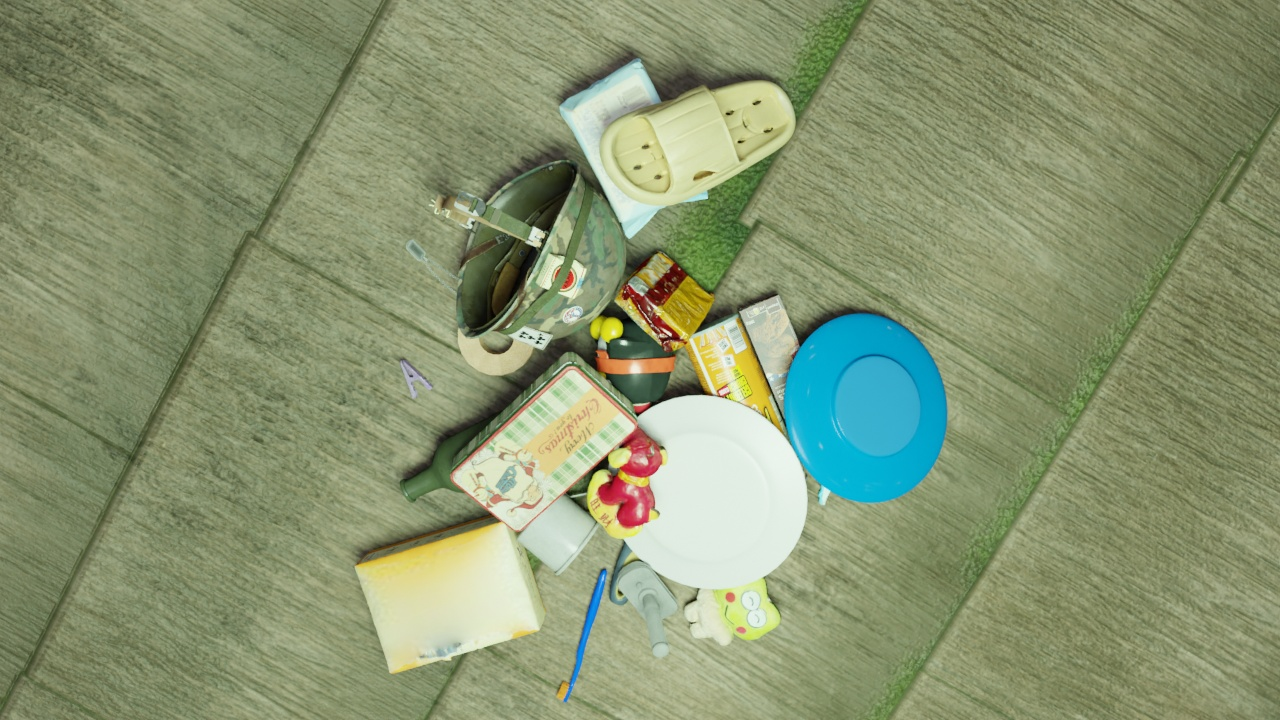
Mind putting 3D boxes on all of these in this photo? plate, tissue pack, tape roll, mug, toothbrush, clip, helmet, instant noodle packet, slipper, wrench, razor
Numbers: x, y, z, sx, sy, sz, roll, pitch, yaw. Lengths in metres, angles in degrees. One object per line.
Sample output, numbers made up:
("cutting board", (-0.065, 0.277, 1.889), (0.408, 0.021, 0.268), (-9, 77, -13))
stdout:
("plate", (0.274, 0.054, 1.077), (0.224, 0.024, 0.224), (2, 83, -20))
("tissue pack", (-0.008, -0.246, 1.074), (0.112, 0.070, 0.182), (-28, 97, 3))
("tape roll", (-0.174, -0.030, 1.120), (0.094, 0.027, 0.094), (0, 96, 1))
("mug", (-0.091, 0.198, 1.122), (0.070, 0.084, 0.113), (40, 66, -1))
("toothbrush", (-0.073, 0.349, 1.164), (0.018, 0.016, 0.182), (17, 96, 4))
("plate", (0.074, 0.161, 1.086), (0.243, 0.016, 0.243), (3, 103, 15))
("clip", (-0.276, 0.022, 1.136), (0.046, 0.014, 0.050), (-2, 98, 1))
("helmet", (-0.133, -0.123, 1.017), (0.224, 0.193, 0.236), (-50, 124, -12))
("instant noodle packet", (0.029, -0.070, 1.064), (0.098, 0.135, 0.040), (38, 122, -1))
("slipper", (0.081, -0.251, 1.017), (0.260, 0.079, 0.111), (-26, 98, -26))
("wrench", (0.016, 0.178, 1.141), (0.073, 0.022, 0.273), (20, 96, -3))
("razor", (0.015, 0.308, 1.095), (0.047, 0.116, 0.088), (-32, 115, 6))

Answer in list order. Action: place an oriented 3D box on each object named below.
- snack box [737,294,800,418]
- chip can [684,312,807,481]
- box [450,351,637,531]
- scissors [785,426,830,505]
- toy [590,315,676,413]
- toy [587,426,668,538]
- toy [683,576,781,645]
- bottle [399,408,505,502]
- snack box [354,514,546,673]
("snack box", (0.169, -0.005, 1.113), (0.051, 0.031, 0.141), (-23, 95, 3))
("chip can", (0.124, 0.056, 1.099), (0.075, 0.075, 0.215), (-23, 95, 3))
("box", (-0.111, 0.095, 1.046), (0.206, 0.050, 0.117), (-41, 114, 12))
("scissors", (0.247, 0.110, 1.135), (0.134, 0.012, 0.134), (-39, 91, 3))
("toy", (-0.007, 0.006, 1.087), (0.099, 0.097, 0.119), (-2, 95, -15))
("toy", (-0.013, 0.149, 1.067), (0.105, 0.067, 0.138), (37, 118, 30))
("toy", (0.112, 0.312, 1.143), (0.115, 0.046, 0.092), (-21, 98, 11))
("bottle", (-0.194, 0.113, 1.114), (0.207, 0.071, 0.071), (-27, 95, 4))
("snack box", (-0.232, 0.286, 1.128), (0.195, 0.080, 0.145), (-17, 95, 3))
